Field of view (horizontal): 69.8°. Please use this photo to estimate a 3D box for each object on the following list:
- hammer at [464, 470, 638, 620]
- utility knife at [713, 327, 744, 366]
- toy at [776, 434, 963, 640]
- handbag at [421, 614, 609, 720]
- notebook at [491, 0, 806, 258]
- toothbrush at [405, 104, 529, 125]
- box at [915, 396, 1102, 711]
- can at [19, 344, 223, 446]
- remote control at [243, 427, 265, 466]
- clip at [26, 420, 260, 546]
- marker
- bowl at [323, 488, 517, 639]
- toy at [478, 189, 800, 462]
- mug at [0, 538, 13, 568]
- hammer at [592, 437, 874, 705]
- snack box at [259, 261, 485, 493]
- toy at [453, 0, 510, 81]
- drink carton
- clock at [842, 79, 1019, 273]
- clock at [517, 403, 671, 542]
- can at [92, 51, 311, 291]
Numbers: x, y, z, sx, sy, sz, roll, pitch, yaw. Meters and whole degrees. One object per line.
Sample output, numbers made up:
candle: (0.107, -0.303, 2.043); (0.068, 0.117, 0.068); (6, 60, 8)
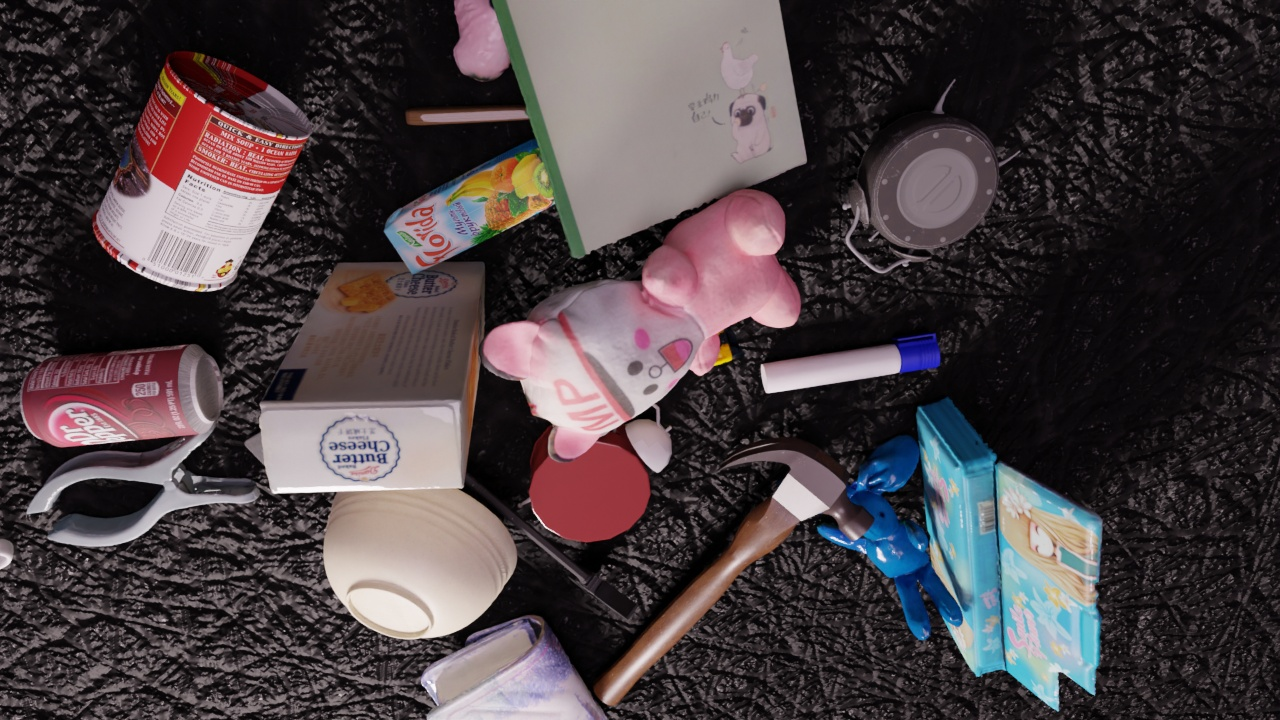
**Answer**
hammer: (-0.125, 0.093, 0.687); (0.325, 0.095, 0.015); (45, 74, -24)
utility knife: (-0.004, 0.004, 0.680); (0.163, 0.030, 0.017); (-14, 145, -2)
toy: (0.204, 0.138, 0.748); (0.113, 0.071, 0.176); (-34, 91, 16)
handbag: (-0.108, 0.313, 0.823); (0.126, 0.069, 0.159); (-28, 119, -7)
notebook: (0.004, -0.207, 0.549); (0.181, 0.010, 0.253); (-25, 120, -15)
toothbrush: (-0.068, -0.161, 0.597); (0.167, 0.016, 0.016); (-3, 118, -5)
box: (0.277, 0.164, 0.714); (0.056, 0.185, 0.227); (-19, 119, -8)
can: (-0.358, 0.024, 0.640); (0.114, 0.063, 0.063); (-5, 118, -3)
remote control: (-0.221, 0.037, 0.686); (0.150, 0.022, 0.047); (-29, 117, 8)
clip: (-0.376, 0.109, 0.705); (0.163, 0.028, 0.108); (-20, 120, 6)
marker: (0.160, 0.002, 0.704); (0.133, 0.023, 0.027); (-9, 97, -1)
bowl: (-0.177, 0.161, 0.696); (0.151, 0.075, 0.151); (9, 133, 9)
toy: (0.006, -0.025, 0.611); (0.213, 0.084, 0.142); (-36, 147, -6)
mug: (-0.544, 0.146, 0.685); (0.100, 0.084, 0.118); (-30, 148, 24)
hammer: (0.055, 0.190, 0.772); (0.115, 0.033, 0.324); (40, 117, 5)
snack box: (-0.152, 0.000, 0.566); (0.104, 0.207, 0.058); (-1, 117, -6)
toy: (-0.072, -0.223, 0.545); (0.099, 0.053, 0.096); (-18, 106, -9)
drink carton: (-0.109, -0.103, 0.610); (0.129, 0.038, 0.044); (-25, 118, 8)
clock: (0.191, -0.120, 0.629); (0.091, 0.043, 0.123); (37, 109, -22)
clock: (-0.034, 0.081, 0.710); (0.096, 0.048, 0.138); (23, 112, -17)
can: (-0.268, -0.114, 0.562); (0.086, 0.086, 0.117); (30, 111, -20)
